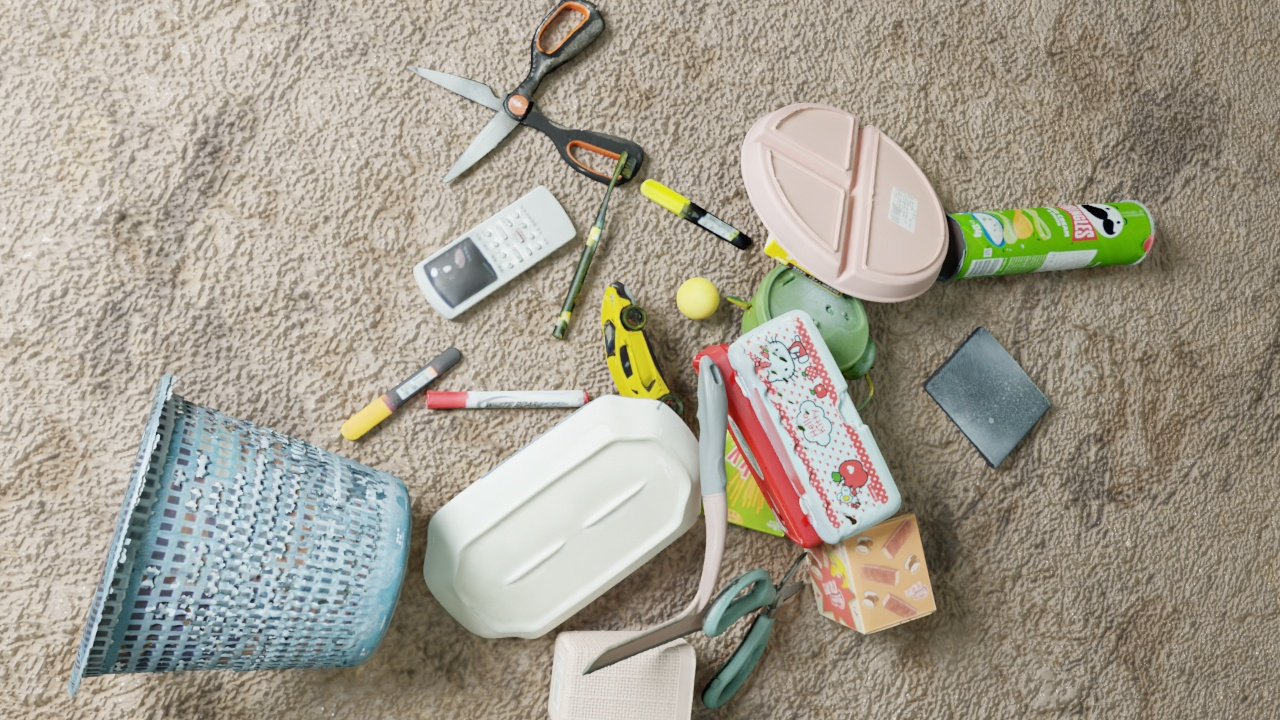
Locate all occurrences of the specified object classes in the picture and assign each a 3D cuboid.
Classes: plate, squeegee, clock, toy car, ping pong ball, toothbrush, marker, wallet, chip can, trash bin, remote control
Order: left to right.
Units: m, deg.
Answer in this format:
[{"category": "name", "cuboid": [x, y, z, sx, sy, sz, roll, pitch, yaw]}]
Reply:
[{"category": "trash bin", "cuboid": [-0.288, 0.143, 0.690, 0.195, 0.227, 0.226, 18, 82, -27]}, {"category": "marker", "cuboid": [-0.209, 0.028, 0.807, 0.123, 0.015, 0.018, -39, 98, -17]}, {"category": "remote control", "cuboid": [-0.131, -0.098, 0.832, 0.149, 0.021, 0.058, -37, 96, -15]}, {"category": "marker", "cuboid": [-0.119, 0.035, 0.829, 0.145, 0.017, 0.017, 0, 86, -15]}, {"category": "plate", "cuboid": [-0.060, 0.144, 0.790, 0.265, 0.034, 0.162, -35, 112, -1]}, {"category": "toothbrush", "cuboid": [-0.043, -0.106, 0.853, 0.017, 0.012, 0.185, 22, 87, -27]}, {"category": "toy car", "cuboid": [-0.005, 0.005, 0.835, 0.041, 0.071, 0.156, -20, 91, -15]}, {"category": "marker", "cuboid": [0.055, -0.140, 0.891, 0.124, 0.015, 0.018, 27, 81, -15]}, {"category": "ping pong ball", "cuboid": [0.055, -0.059, 0.870, 0.040, 0.040, 0.040, 1, 86, -15]}, {"category": "squeegee", "cuboid": [0.056, 0.121, 0.774, 0.247, 0.040, 0.249, -1, 97, -48]}, {"category": "clock", "cuboid": [0.163, -0.019, 0.871, 0.115, 0.056, 0.161, -32, 84, -31]}, {"category": "plate", "cuboid": [0.201, -0.158, 0.871, 0.229, 0.028, 0.229, 14, 55, -21]}, {"category": "wallet", "cuboid": [0.364, 0.038, 0.962, 0.097, 0.019, 0.121, -44, 96, -13]}, {"category": "chip can", "cuboid": [0.417, -0.125, 0.959, 0.235, 0.072, 0.072, -6, 88, -15]}]

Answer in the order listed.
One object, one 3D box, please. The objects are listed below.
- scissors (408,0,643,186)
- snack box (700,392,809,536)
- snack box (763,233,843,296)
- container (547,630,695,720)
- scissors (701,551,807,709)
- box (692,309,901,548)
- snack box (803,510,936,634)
[{"category": "scissors", "cuboid": [-0.095, -0.242, 0.851, 0.233, 0.022, 0.220, 25, 80, -13]}, {"category": "snack box", "cuboid": [0.117, 0.084, 0.887, 0.085, 0.026, 0.156, 19, 82, -13]}, {"category": "snack box", "cuboid": [0.175, -0.136, 0.882, 0.087, 0.034, 0.140, 30, 50, -9]}, {"category": "container", "cuboid": [-0.019, 0.286, 0.805, 0.111, 0.090, 0.090, 8, 85, -12]}, {"category": "scissors", "cuboid": [0.097, 0.252, 0.843, 0.170, 0.019, 0.181, -4, 115, -52]}, {"category": "box", "cuboid": [0.139, 0.061, 0.822, 0.100, 0.102, 0.201, -28, 94, -6]}, {"category": "snack box", "cuboid": [0.213, 0.195, 0.871, 0.077, 0.093, 0.094, -13, 90, -16]}]
